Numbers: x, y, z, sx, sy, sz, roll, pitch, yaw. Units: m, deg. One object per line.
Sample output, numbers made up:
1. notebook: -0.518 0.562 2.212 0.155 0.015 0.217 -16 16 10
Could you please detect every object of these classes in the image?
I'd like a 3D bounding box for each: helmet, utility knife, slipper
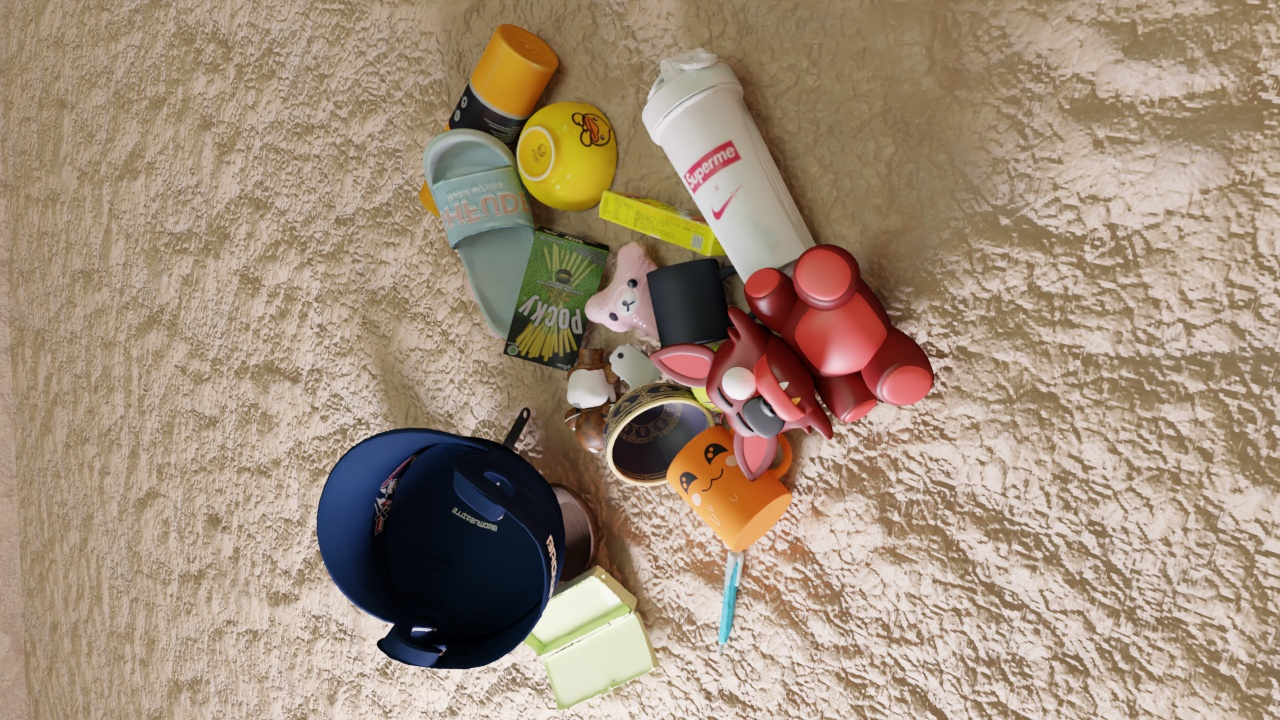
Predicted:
1. helmet: -0.214 0.185 1.000 0.272 0.223 0.232 23 100 -8
2. utility knife: 0.090 0.249 0.935 0.015 0.022 0.124 15 106 31
3. slipper: -0.162 -0.137 1.018 0.074 0.104 0.245 -126 18 -75

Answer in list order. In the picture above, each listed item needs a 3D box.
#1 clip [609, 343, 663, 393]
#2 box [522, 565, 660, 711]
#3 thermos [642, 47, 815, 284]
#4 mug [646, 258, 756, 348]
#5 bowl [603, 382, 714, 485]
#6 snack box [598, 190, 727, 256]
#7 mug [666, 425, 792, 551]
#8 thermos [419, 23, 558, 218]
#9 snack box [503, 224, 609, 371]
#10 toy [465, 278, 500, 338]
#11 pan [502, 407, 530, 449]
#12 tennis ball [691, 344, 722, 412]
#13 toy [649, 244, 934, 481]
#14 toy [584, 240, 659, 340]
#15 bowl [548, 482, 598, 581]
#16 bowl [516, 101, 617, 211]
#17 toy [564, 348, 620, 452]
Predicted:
1. clip: -0.005 0.006 0.955 0.054 0.040 0.102 41 96 3
2. box: -0.067 0.324 1.070 0.188 0.047 0.140 -40 80 37
3. thermos: 0.082 -0.175 0.834 0.100 0.099 0.220 -35 78 38
4. mug: 0.064 -0.057 0.887 0.105 0.071 0.077 -12 88 14
5. bowl: 0.012 0.065 0.926 0.113 0.112 0.061 -63 32 28
6. snack box: 0.025 -0.139 0.918 0.148 0.040 0.029 25 112 35
7. mug: 0.097 0.110 0.881 0.113 0.077 0.096 -48 64 5
8. thermos: -0.178 -0.258 1.047 0.233 0.076 0.091 -51 58 33
9. snack box: -0.093 -0.066 1.009 0.080 0.025 0.148 16 113 -7
10. toy: -0.175 -0.080 1.096 0.064 0.047 0.110 -10 102 42
11. pan: -0.211 0.188 1.183 0.198 0.021 0.357 47 124 25
12. tennis ball: 0.080 0.017 0.878 0.065 0.065 0.065 7 101 40
13. toy: 0.128 0.004 0.782 0.198 0.120 0.158 -35 104 22
14. toy: -0.001 -0.061 0.946 0.096 0.052 0.099 40 112 13
15. bowl: -0.088 0.197 1.073 0.118 0.030 0.118 7 102 40
16. bowl: -0.089 -0.220 0.985 0.117 0.067 0.117 7 102 39
17. toy: -0.048 0.044 0.999 0.087 0.067 0.112 -6 84 41
